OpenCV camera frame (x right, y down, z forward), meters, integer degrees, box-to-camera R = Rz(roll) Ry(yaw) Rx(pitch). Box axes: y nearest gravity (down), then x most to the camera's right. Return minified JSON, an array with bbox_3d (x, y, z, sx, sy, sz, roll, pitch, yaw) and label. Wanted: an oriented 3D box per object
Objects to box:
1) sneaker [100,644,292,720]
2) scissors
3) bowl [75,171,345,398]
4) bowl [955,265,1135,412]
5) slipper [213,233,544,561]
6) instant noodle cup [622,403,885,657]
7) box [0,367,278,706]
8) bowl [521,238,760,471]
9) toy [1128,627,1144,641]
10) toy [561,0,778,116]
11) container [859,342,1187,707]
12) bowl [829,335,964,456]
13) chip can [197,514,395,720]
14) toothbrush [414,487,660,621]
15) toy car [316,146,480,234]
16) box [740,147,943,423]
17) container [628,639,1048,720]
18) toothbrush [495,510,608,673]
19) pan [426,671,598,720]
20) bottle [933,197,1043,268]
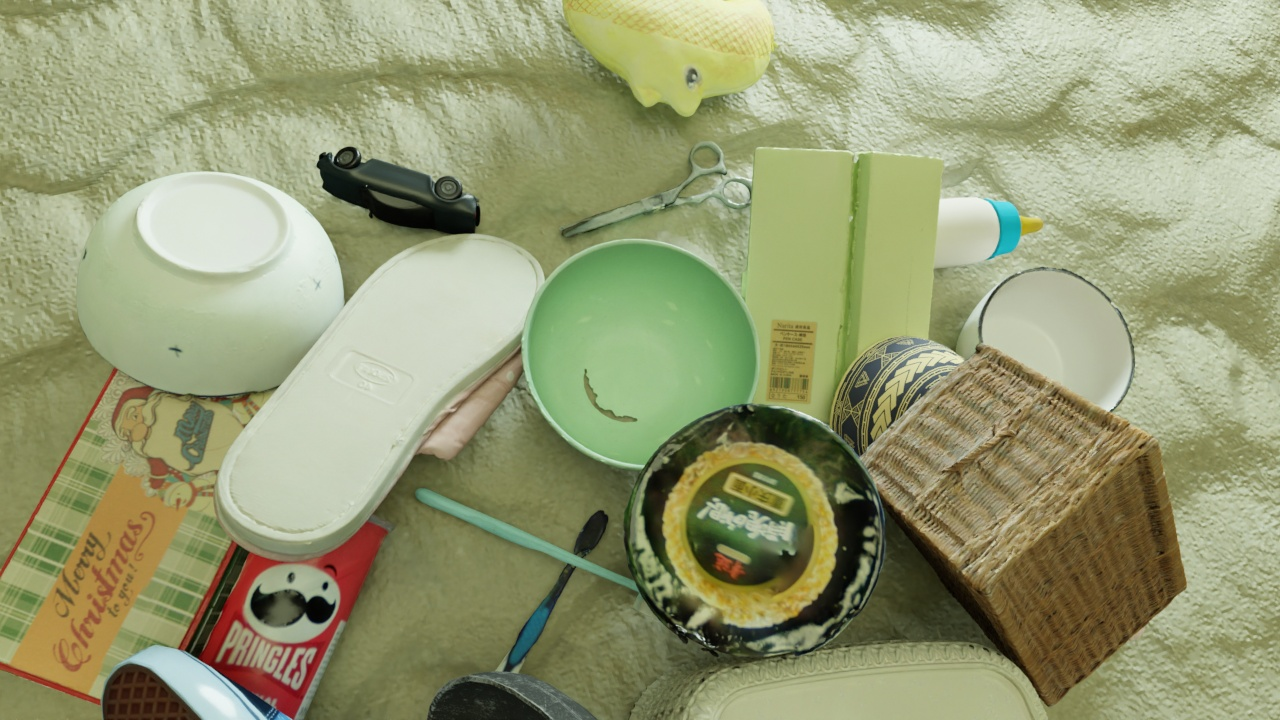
[{"bbox_3d":[-0.162,0.228,0.474,0.241,0.098,0.084,44,111,0],"label":"sneaker"},{"bbox_3d":[0.025,-0.111,0.672,0.095,0.014,0.170,45,70,6],"label":"scissors"},{"bbox_3d":[-0.255,-0.059,0.554,0.153,0.073,0.153,13,48,-15],"label":"bowl"},{"bbox_3d":[0.279,-0.002,0.654,0.116,0.066,0.116,2,74,-8],"label":"bowl"},{"bbox_3d":[-0.148,0.014,0.562,0.114,0.055,0.273,28,48,7],"label":"slipper"},{"bbox_3d":[0.073,0.106,0.534,0.137,0.112,0.137,-5,70,14],"label":"instant noodle cup"},{"bbox_3d":[-0.289,0.094,0.547,0.117,0.050,0.205,22,73,-1],"label":"box"},{"bbox_3d":[-0.004,0.004,0.602,0.151,0.077,0.150,2,74,-8],"label":"bowl"},{"bbox_3d":[0.293,0.151,0.624,0.110,0.047,0.063,22,81,13],"label":"toy"},{"bbox_3d":[0.024,-0.249,0.687,0.170,0.065,0.154,9,61,-14],"label":"toy"},{"bbox_3d":[0.223,0.098,0.536,0.114,0.198,0.112,-41,42,0],"label":"container"},{"bbox_3d":[0.189,0.043,0.605,0.112,0.061,0.112,-4,100,-26],"label":"bowl"},{"bbox_3d":[-0.221,0.189,0.518,0.073,0.073,0.232,22,73,-3],"label":"chip can"},{"bbox_3d":[-0.063,0.120,0.578,0.181,0.016,0.016,23,80,9],"label":"toothbrush"},{"bbox_3d":[-0.164,-0.112,0.625,0.112,0.046,0.034,16,70,-6],"label":"toy car"},{"bbox_3d":[0.137,-0.048,0.625,0.141,0.044,0.188,3,98,-6],"label":"box"},{"bbox_3d":[0.116,0.247,0.518,0.246,0.143,0.184,-4,62,-10],"label":"container"},{"bbox_3d":[-0.071,0.176,0.576,0.016,0.017,0.188,29,73,11],"label":"toothbrush"},{"bbox_3d":[0.003,0.310,0.453,0.040,0.208,0.357,-21,67,-43],"label":"pan"},{"bbox_3d":[0.232,-0.095,0.680,0.146,0.051,0.051,-7,75,-11],"label":"bottle"}]
